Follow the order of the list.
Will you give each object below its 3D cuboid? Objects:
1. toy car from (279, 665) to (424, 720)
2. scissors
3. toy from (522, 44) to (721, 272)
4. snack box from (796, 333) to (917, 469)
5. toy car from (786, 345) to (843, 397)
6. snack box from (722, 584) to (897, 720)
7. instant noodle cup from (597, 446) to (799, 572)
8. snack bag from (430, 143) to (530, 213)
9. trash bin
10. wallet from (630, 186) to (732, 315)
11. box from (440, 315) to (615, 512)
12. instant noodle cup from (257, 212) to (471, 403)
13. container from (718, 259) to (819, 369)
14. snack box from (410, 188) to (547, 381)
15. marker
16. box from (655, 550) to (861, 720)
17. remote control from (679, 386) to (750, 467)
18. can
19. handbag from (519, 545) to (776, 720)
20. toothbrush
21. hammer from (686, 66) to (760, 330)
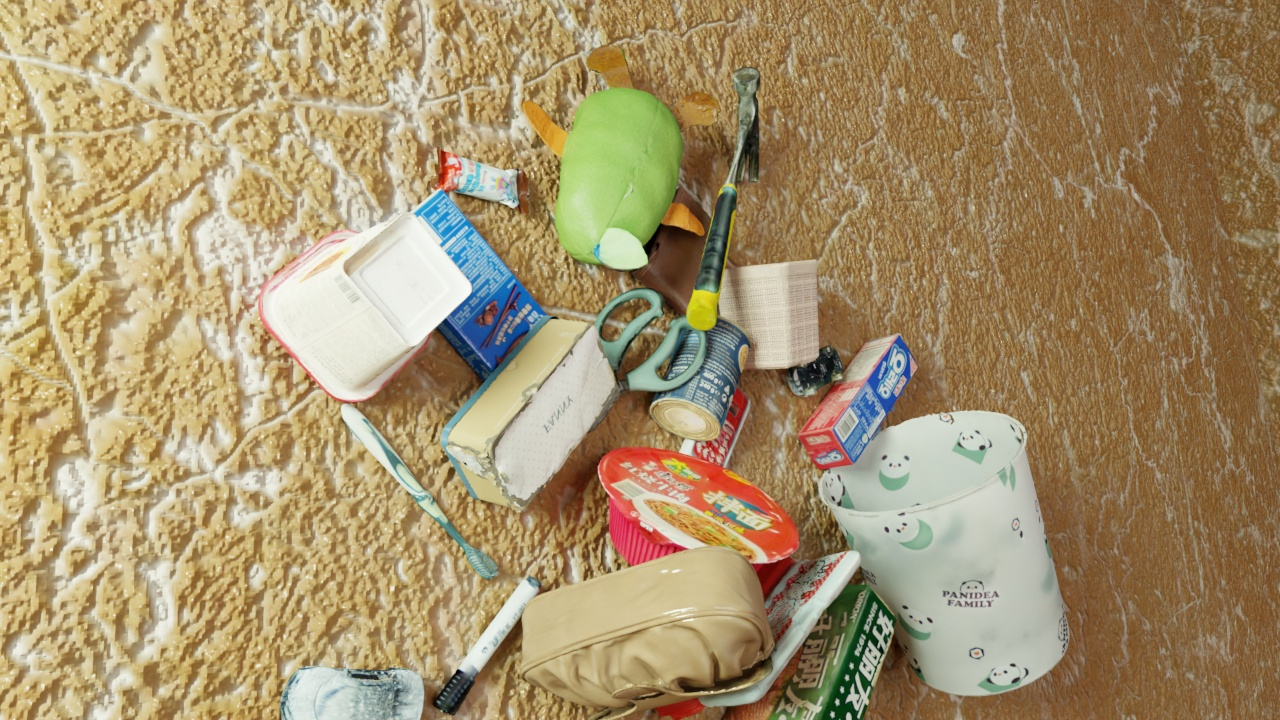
[{"bbox_3d":[-0.206,0.248,0.665,0.105,0.031,0.049,16,67,-36],"label":"toy car"},{"bbox_3d":[-0.001,0.012,0.881,0.139,0.019,0.179,25,64,9],"label":"scissors"},{"bbox_3d":[-0.018,-0.196,0.914,0.227,0.090,0.246,29,64,-19],"label":"toy"},{"bbox_3d":[0.268,0.047,1.114,0.206,0.058,0.057,-45,108,-39],"label":"snack box"},{"bbox_3d":[0.205,0.013,1.085,0.090,0.034,0.043,-26,98,-40],"label":"toy car"},{"bbox_3d":[0.156,0.332,0.898,0.063,0.115,0.239,50,52,-19],"label":"snack box"},{"bbox_3d":[0.043,0.151,0.834,0.193,0.194,0.066,7,111,-40],"label":"instant noodle cup"},{"bbox_3d":[-0.145,-0.164,0.838,0.105,0.026,0.045,8,70,-42],"label":"snack bag"},{"bbox_3d":[0.355,0.218,1.041,0.228,0.230,0.252,-36,108,-41],"label":"trash bin"},{"bbox_3d":[0.049,-0.109,0.988,0.101,0.032,0.124,41,55,-28],"label":"wallet"},{"bbox_3d":[-0.087,0.038,0.792,0.183,0.060,0.090,-53,138,-40],"label":"box"},{"bbox_3d":[-0.201,-0.044,0.689,0.116,0.124,0.116,52,51,-17],"label":"instant noodle cup"},{"bbox_3d":[0.141,-0.049,0.998,0.090,0.090,0.111,-12,97,-52],"label":"container"},{"bbox_3d":[-0.154,-0.063,0.801,0.157,0.026,0.084,51,51,-18],"label":"snack box"},{"bbox_3d":[-0.122,0.232,0.751,0.130,0.018,0.022,-50,120,-37],"label":"marker"},{"bbox_3d":[0.107,0.248,0.852,0.038,0.158,0.200,51,49,0],"label":"box"},{"bbox_3d":[0.077,0.079,0.965,0.056,0.020,0.135,44,53,-24],"label":"remote control"},{"bbox_3d":[0.062,0.018,0.932,0.075,0.075,0.111,40,55,-26],"label":"can"},{"bbox_3d":[0.008,0.230,0.739,0.148,0.205,0.099,47,29,-42],"label":"handbag"},{"bbox_3d":[-0.176,0.108,0.740,0.191,0.018,0.016,54,50,-16],"label":"toothbrush"},{"bbox_3d":[0.092,-0.162,0.969,0.126,0.032,0.322,78,22,-51],"label":"hammer"}]
